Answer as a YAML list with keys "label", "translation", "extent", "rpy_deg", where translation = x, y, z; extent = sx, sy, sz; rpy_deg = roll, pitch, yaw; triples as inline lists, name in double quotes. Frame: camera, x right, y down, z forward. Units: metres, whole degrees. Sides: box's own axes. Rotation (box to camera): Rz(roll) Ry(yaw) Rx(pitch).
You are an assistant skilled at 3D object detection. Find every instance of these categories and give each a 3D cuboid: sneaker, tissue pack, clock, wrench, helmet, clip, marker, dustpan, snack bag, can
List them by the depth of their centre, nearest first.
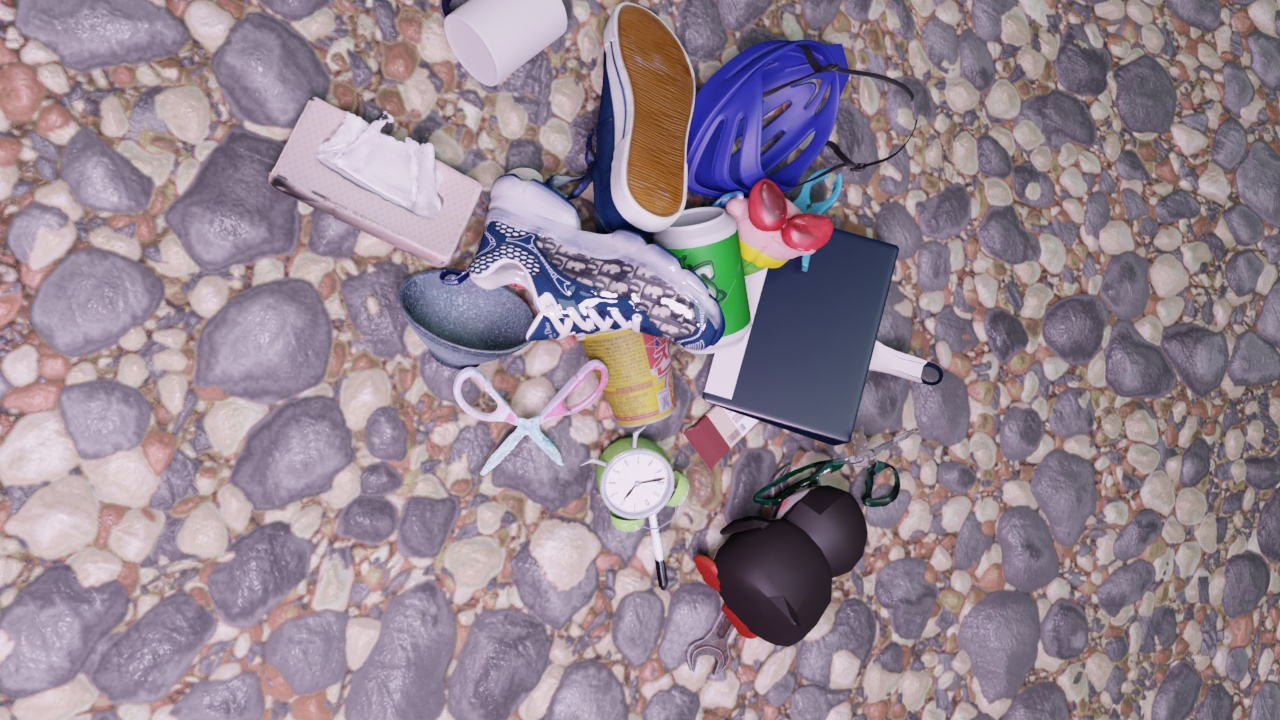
- label: "tissue pack"
  translation: [-0.247, -0.174, 0.877]
  extent: [0.181, 0.071, 0.103]
  rpy_deg: [26, 78, -18]
- label: "sneaker"
  translation: [-0.054, -0.063, 0.877]
  extent: [0.269, 0.103, 0.132]
  rpy_deg: [29, 75, 8]
- label: "can"
  translation: [0.066, -0.084, 0.967]
  extent: [0.087, 0.088, 0.140]
  rpy_deg: [-23, 115, -24]
- label: "clock"
  translation: [-0.002, 0.130, 0.976]
  extent: [0.094, 0.042, 0.119]
  rpy_deg: [-29, 109, 0]
- label: "sneaker"
  translation: [-0.021, -0.246, 0.977]
  extent: [0.120, 0.128, 0.294]
  rpy_deg: [15, 62, -28]
- label: "helmet"
  translation: [0.168, -0.251, 0.983]
  extent: [0.241, 0.228, 0.148]
  rpy_deg: [-46, 133, -18]
- label: "marker"
  translation: [0.014, 0.179, 1.013]
  extent: [0.011, 0.011, 0.152]
  rpy_deg: [-10, 92, -25]
- label: "clip"
  translation: [0.182, -0.174, 1.044]
  extent: [0.097, 0.026, 0.116]
  rpy_deg: [36, 82, 3]
- label: "snack bag"
  translation: [0.118, 0.054, 1.063]
  extent: [0.157, 0.013, 0.057]
  rpy_deg: [-42, 107, -20]
- label: "wrench"
  translation: [0.133, 0.241, 1.065]
  extent: [0.070, 0.010, 0.272]
  rpy_deg: [37, 74, -19]
- label: "dustpan"
  translation: [0.231, -0.023, 1.073]
  extent: [0.273, 0.080, 0.236]
  rpy_deg: [16, 81, 3]

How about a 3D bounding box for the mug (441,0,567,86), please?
- label: "mug"
  translation: [-0.147, -0.348, 0.927]
  extent: [0.112, 0.079, 0.096]
  rpy_deg: [42, 70, 12]

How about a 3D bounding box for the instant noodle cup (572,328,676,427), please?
- label: "instant noodle cup"
  translation: [-0.006, 0.006, 0.969]
  extent: [0.100, 0.100, 0.112]
  rpy_deg: [-24, 106, -24]

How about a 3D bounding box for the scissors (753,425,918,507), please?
- label: "scissors"
  translation: [0.241, 0.140, 1.071]
  extent: [0.202, 0.015, 0.205]
  rpy_deg: [-28, 140, 12]

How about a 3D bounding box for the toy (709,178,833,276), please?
- label: "toy"
  translation: [0.121, -0.129, 0.988]
  extent: [0.124, 0.132, 0.096]
  rpy_deg: [26, 71, -13]

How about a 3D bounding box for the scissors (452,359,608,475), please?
- label: "scissors"
  translation: [-0.114, 0.049, 0.914]
  extent: [0.171, 0.013, 0.177]
  rpy_deg: [-44, 130, 10]

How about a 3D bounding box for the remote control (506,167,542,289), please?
- label: "remote control"
  translation: [-0.120, -0.137, 0.958]
  extent: [0.038, 0.018, 0.125]
  rpy_deg: [-2, 91, -25]

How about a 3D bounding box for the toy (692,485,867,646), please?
- label: "toy"
  translation: [0.179, 0.214, 1.002]
  extent: [0.183, 0.140, 0.159]
  rpy_deg: [-38, 108, -22]

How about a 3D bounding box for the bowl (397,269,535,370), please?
- label: "bowl"
  translation: [-0.174, -0.028, 0.896]
  extent: [0.137, 0.137, 0.057]
  rpy_deg: [8, 124, -24]
